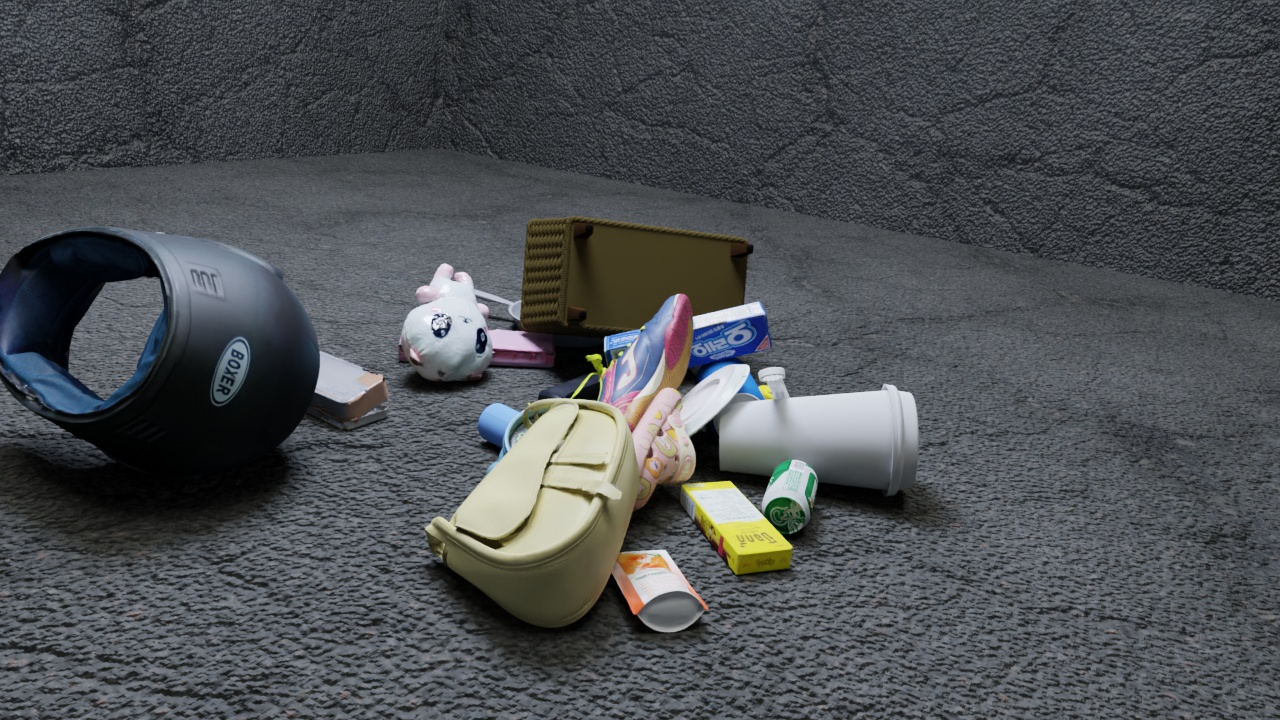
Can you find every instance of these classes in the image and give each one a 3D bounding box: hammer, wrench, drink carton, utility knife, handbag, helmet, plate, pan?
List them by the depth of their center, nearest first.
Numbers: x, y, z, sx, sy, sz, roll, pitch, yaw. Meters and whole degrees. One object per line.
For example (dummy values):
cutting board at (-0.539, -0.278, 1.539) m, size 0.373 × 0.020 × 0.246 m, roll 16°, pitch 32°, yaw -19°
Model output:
drink carton at (0.009, 0.201, 0.842) m, size 0.069 × 0.039 × 0.122 m, roll 1°, pitch 13°, yaw -17°
handbag at (-0.086, 0.121, 0.854) m, size 0.191 × 0.089 × 0.232 m, roll 9°, pitch 39°, yaw 27°
helmet at (-0.490, -0.006, 0.973) m, size 0.317 × 0.249 × 0.235 m, roll 13°, pitch -8°, yaw 26°
plate at (0.072, 0.055, 1.134) m, size 0.014 × 0.157 × 0.156 m, roll 47°, pitch 18°, yaw -8°
wrench at (0.177, 0.049, 1.144) m, size 0.047 × 0.009 × 0.273 m, roll -9°, pitch -18°, yaw 12°
utility knife at (0.234, 0.080, 1.279) m, size 0.028 × 0.020 × 0.213 m, roll -8°, pitch 24°, yaw -31°
hammer at (-0.030, 0.025, 1.336) m, size 0.139 × 0.035 × 0.311 m, roll 16°, pitch 21°, yaw 31°
pan at (-0.197, -0.086, 1.577) m, size 0.357 × 0.051 × 0.200 m, roll 11°, pitch 19°, yaw 15°

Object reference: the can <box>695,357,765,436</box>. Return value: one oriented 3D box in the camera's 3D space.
can at (0.121, 0.050, 1.235) m, size 0.079 × 0.079 × 0.146 m, roll 4°, pitch 19°, yaw -6°

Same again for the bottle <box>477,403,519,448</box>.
bottle at (-0.133, 0.092, 1.082) m, size 0.131 × 0.048 × 0.047 m, roll 21°, pitch 24°, yaw 37°

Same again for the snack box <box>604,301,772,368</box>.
snack box at (0.064, -0.025, 1.269) m, size 0.226 × 0.059 × 0.059 m, roll -14°, pitch 23°, yaw 4°

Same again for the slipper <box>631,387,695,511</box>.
slipper at (0.019, 0.109, 1.021) m, size 0.081 × 0.093 × 0.196 m, roll 31°, pitch 33°, yaw 0°

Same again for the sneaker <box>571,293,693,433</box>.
sneaker at (-0.006, 0.007, 1.165) m, size 0.091 × 0.116 × 0.241 m, roll 9°, pitch 55°, yaw 27°

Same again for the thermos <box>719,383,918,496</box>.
thermos at (0.207, 0.093, 1.089) m, size 0.222 × 0.132 × 0.131 m, roll 0°, pitch 18°, yaw 7°

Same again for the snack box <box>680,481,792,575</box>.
snack box at (0.096, 0.171, 0.957) m, size 0.061 × 0.026 × 0.149 m, roll -2°, pitch 20°, yaw -20°

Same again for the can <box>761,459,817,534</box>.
can at (0.164, 0.148, 1.003) m, size 0.053 × 0.053 × 0.101 m, roll 11°, pitch 19°, yaw 13°

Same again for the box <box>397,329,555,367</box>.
box at (-0.247, -0.022, 1.400) m, size 0.232 × 0.037 × 0.098 m, roll 4°, pitch 18°, yaw -8°

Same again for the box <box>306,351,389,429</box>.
box at (-0.420, 0.027, 1.181) m, size 0.216 × 0.063 × 0.081 m, roll 17°, pitch 33°, yaw 31°

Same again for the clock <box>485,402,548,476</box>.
clock at (-0.100, 0.114, 0.982) m, size 0.118 × 0.060 × 0.161 m, roll 8°, pitch 43°, yaw 4°

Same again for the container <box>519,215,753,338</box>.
container at (0.003, -0.117, 1.385) m, size 0.320 × 0.176 × 0.205 m, roll 4°, pitch 1°, yaw -21°

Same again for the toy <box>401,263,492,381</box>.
toy at (-0.272, -0.052, 1.305) m, size 0.138 × 0.179 × 0.102 m, roll 21°, pitch -29°, yaw -36°
